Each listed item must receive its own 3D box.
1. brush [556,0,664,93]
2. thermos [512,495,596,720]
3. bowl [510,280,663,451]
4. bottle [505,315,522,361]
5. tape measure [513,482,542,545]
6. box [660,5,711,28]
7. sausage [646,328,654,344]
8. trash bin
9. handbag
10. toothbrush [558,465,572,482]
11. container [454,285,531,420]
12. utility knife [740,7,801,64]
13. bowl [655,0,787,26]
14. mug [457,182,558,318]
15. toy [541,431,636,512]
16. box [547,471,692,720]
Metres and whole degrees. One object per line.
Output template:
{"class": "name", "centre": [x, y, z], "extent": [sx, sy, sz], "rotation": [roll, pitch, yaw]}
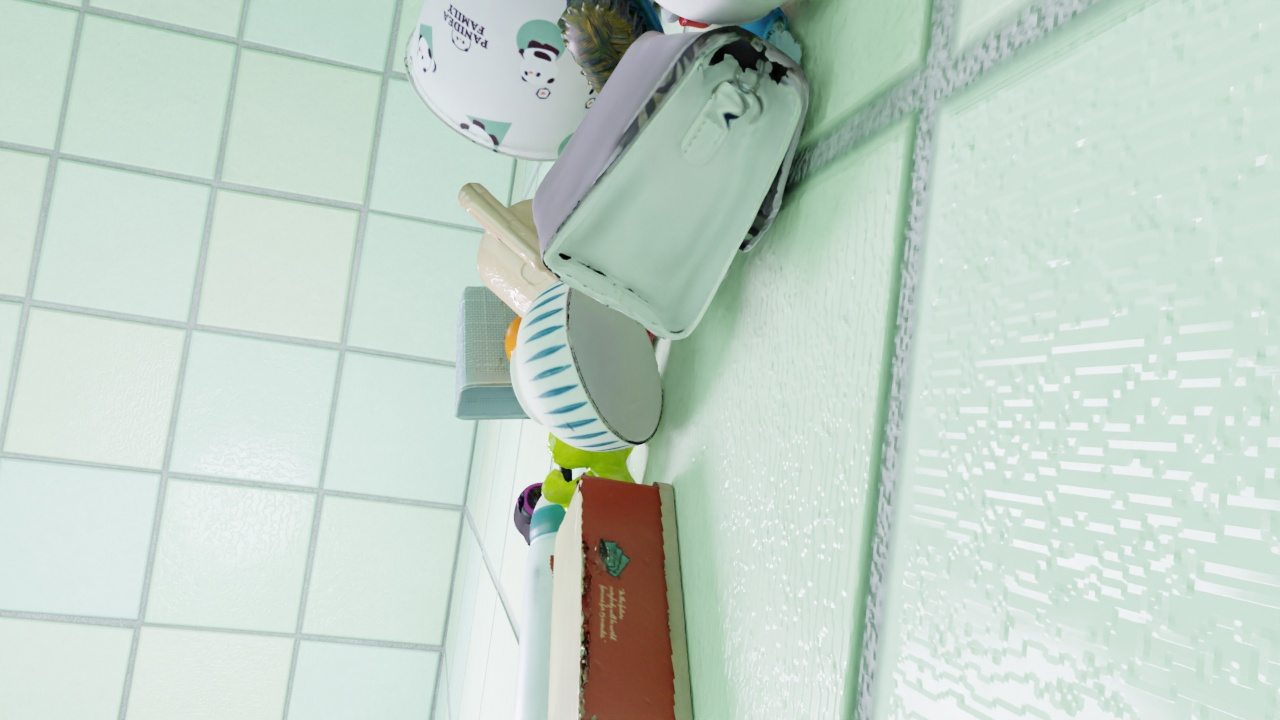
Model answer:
{"class": "brush", "centre": [-0.005, -0.211, 0.625], "extent": [0.144, 0.055, 0.073], "rotation": [50, -136, -51]}
{"class": "thermos", "centre": [-0.053, 0.199, 0.658], "extent": [0.073, 0.073, 0.223], "rotation": [116, 159, -53]}
{"class": "bowl", "centre": [-0.041, 0.005, 0.591], "extent": [0.066, 0.116, 0.116], "rotation": [-18, 53, 25]}
{"class": "bottle", "centre": [-0.061, 0.004, 0.788], "extent": [0.149, 0.066, 0.067], "rotation": [35, 118, 49]}
{"class": "tape measure", "centre": [-0.093, 0.146, 0.886], "extent": [0.058, 0.057, 0.039], "rotation": [57, 141, 37]}
{"class": "box", "centre": [0.041, -0.334, 0.643], "extent": [0.087, 0.047, 0.200], "rotation": [125, 151, -63]}
{"class": "sausage", "centre": [-0.004, 0.004, 0.678], "extent": [0.020, 0.020, 0.156], "rotation": [-109, 31, -65]}
{"class": "trash bin", "centre": [-0.087, -0.357, 0.858], "extent": [0.253, 0.229, 0.229], "rotation": [123, 154, -50]}
{"class": "handbag", "centre": [0.011, -0.106, 0.505], "extent": [0.145, 0.098, 0.197], "rotation": [-62, 16, 11]}
{"class": "toothbrush", "centre": [-0.065, 0.122, 0.815], "extent": [0.016, 0.014, 0.189], "rotation": [-153, 63, -76]}
{"class": "container", "centre": [-0.136, -0.009, 0.899], "extent": [0.090, 0.090, 0.111], "rotation": [122, 145, -62]}
{"class": "utility knife", "centre": [0.063, -0.193, 0.516], "extent": [0.185, 0.018, 0.034], "rotation": [-102, 31, -53]}
{"class": "bowl", "centre": [0.045, -0.206, 0.454], "extent": [0.065, 0.118, 0.118], "rotation": [58, -148, -64]}
{"class": "mug", "centre": [-0.068, -0.069, 0.663], "extent": [0.084, 0.124, 0.103], "rotation": [-47, 53, -2]}
{"class": "toy", "centre": [-0.033, 0.063, 0.637], "extent": [0.031, 0.096, 0.100], "rotation": [-31, 79, 54]}
{"class": "box", "centre": [-0.024, 0.154, 0.531], "extent": [0.168, 0.077, 0.092], "rotation": [-93, 18, -44]}
